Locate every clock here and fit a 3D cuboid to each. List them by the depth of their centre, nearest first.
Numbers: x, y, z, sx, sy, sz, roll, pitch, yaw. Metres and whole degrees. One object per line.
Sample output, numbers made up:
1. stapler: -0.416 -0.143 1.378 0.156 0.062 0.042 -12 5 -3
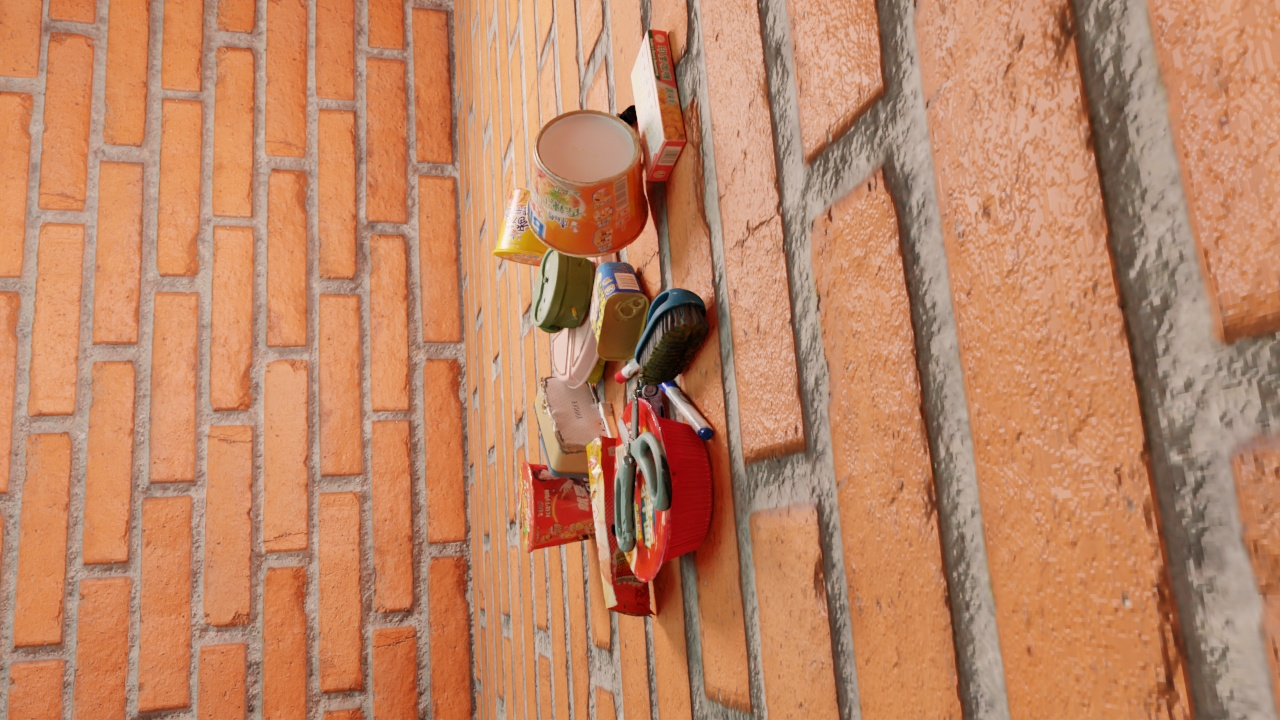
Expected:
1. clock: -0.114 -0.097 1.296 0.161 0.056 0.116 171 109 -68

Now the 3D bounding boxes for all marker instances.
1. marker: 0.047 0.050 0.983 0.145 0.017 0.017 -129 41 -64
2. marker: -0.007 0.007 1.161 0.145 0.017 0.017 141 126 -69
3. marker: -0.027 -0.314 1.209 0.020 0.022 0.132 -49 14 -9

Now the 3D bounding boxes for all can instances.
1. can: -0.030 -0.064 1.169 0.083 0.057 0.102 -109 25 -51

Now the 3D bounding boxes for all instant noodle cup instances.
1. instant noodle cup: 0.025 0.135 0.977 0.194 0.065 0.194 179 90 -72
2. instant noodle cup: -0.062 -0.212 1.076 0.112 0.151 0.151 94 168 -58
3. instant noodle cup: -0.122 0.218 1.391 0.138 0.108 0.138 179 91 -74
4. instant noodle cup: -0.165 -0.215 1.493 0.138 0.138 0.109 179 99 -73

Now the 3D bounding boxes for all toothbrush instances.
1. toothbrush: -0.030 0.126 1.251 0.016 0.016 0.180 103 156 -45

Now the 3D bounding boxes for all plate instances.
1. plate: -0.087 -0.073 1.334 0.230 0.028 0.229 -169 91 -71

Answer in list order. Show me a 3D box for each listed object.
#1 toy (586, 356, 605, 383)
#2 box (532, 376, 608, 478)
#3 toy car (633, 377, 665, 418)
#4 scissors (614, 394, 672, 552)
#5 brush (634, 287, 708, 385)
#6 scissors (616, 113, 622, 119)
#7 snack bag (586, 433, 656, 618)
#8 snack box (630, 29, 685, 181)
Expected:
1. toy: -0.066 -0.007 1.332 0.096 0.031 0.100 -115 33 -59
2. box: -0.100 0.100 1.349 0.184 0.089 0.064 -109 31 -50
3. toy car: 0.012 0.067 1.075 0.049 0.031 0.105 174 94 -73
4. scissors: -0.001 0.129 0.923 0.170 0.019 0.175 -135 48 -68
5. brush: 0.029 -0.031 0.973 0.144 0.055 0.073 117 147 -58
6. scissors: -0.041 -0.249 1.242 0.209 0.015 0.182 22 128 65
7. snack bag: -0.021 0.199 1.102 0.128 0.073 0.207 45 -143 -60
8. snack box: 0.018 -0.291 1.050 0.077 0.027 0.155 122 144 -62
